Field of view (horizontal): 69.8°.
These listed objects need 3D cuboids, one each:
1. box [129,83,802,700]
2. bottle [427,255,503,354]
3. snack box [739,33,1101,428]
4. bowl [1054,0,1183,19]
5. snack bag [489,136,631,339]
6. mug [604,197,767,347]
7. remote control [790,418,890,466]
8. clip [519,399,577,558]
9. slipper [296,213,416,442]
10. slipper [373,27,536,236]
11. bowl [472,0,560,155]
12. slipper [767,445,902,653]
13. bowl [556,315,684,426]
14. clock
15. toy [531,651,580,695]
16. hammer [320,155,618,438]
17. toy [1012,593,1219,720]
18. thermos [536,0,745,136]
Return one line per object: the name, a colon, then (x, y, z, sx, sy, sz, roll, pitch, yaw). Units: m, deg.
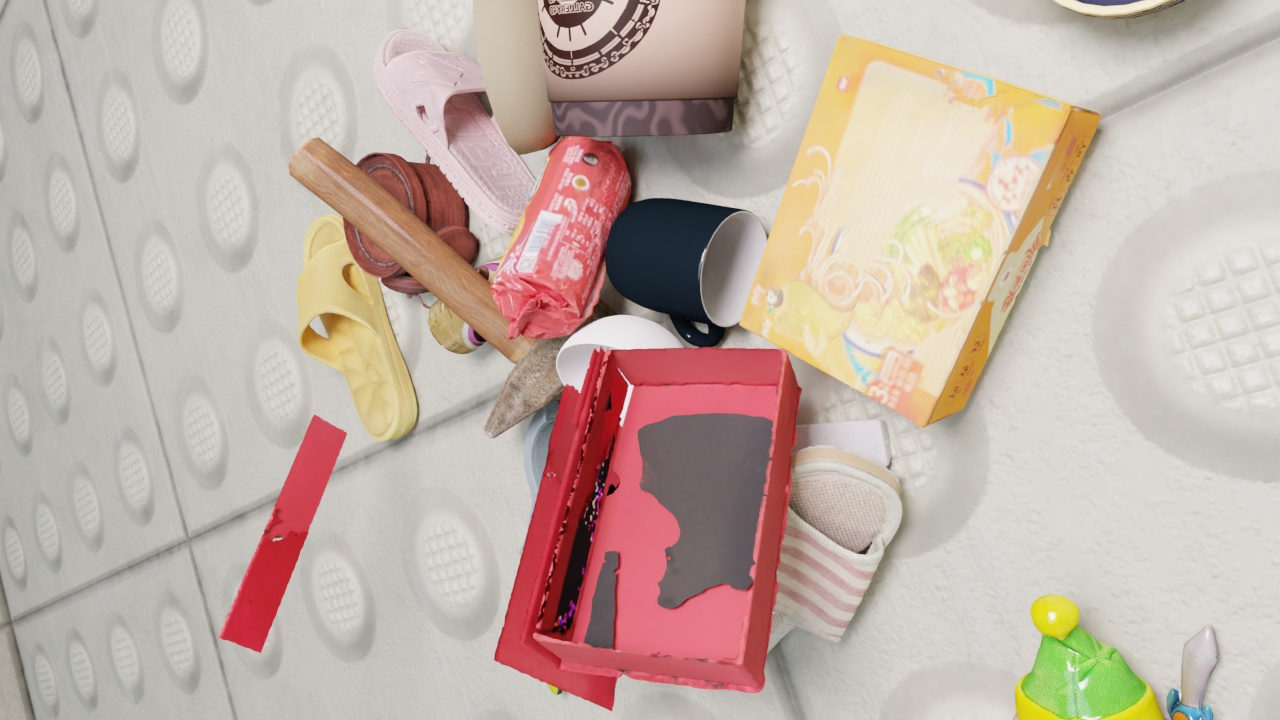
box: (-0.039, 0.032, 0.511, 0.198, 0.351, 0.216, -2, 55, 25)
bottle: (-0.121, -0.068, 0.827, 0.166, 0.059, 0.059, -33, 76, 29)
snack box: (0.167, -0.081, 0.567, 0.145, 0.080, 0.196, 32, 117, 32)
bowl: (0.261, -0.233, 0.475, 0.113, 0.061, 0.112, 7, 102, 39)
snack bag: (-0.057, -0.098, 0.721, 0.082, 0.082, 0.176, -6, 55, 40)
mug: (0.036, -0.061, 0.688, 0.095, 0.085, 0.122, 18, 137, 38)
remote control: (0.121, 0.063, 0.673, 0.131, 0.012, 0.033, -8, 94, 40)
clip: (-0.088, 0.114, 0.849, 0.112, 0.028, 0.163, 14, 105, 39)
slipper: (-0.324, -0.032, 0.989, 0.100, 0.078, 0.263, -35, 75, 40)
slipper: (-0.152, -0.216, 0.805, 0.239, 0.094, 0.065, 56, 130, 16)
bowl: (-0.082, -0.242, 0.722, 0.050, 0.152, 0.152, -6, 94, 9)
slipper: (0.093, 0.169, 0.666, 0.115, 0.052, 0.264, 29, 124, -4)
bowl: (-0.004, 0.004, 0.724, 0.115, 0.050, 0.115, 19, 148, 12)
clock: (-0.222, -0.126, 0.891, 0.121, 0.072, 0.157, -23, 81, 40)
toy: (-0.077, 0.268, 0.858, 0.094, 0.036, 0.094, -5, 92, 48)
hammer: (-0.179, -0.075, 0.785, 0.301, 0.037, 0.158, 42, 114, -4)
toy: (0.264, 0.204, 0.530, 0.124, 0.096, 0.131, -7, 73, 34)
thermos: (0.000, -0.272, 0.628, 0.173, 0.172, 0.226, 12, 111, 38)
